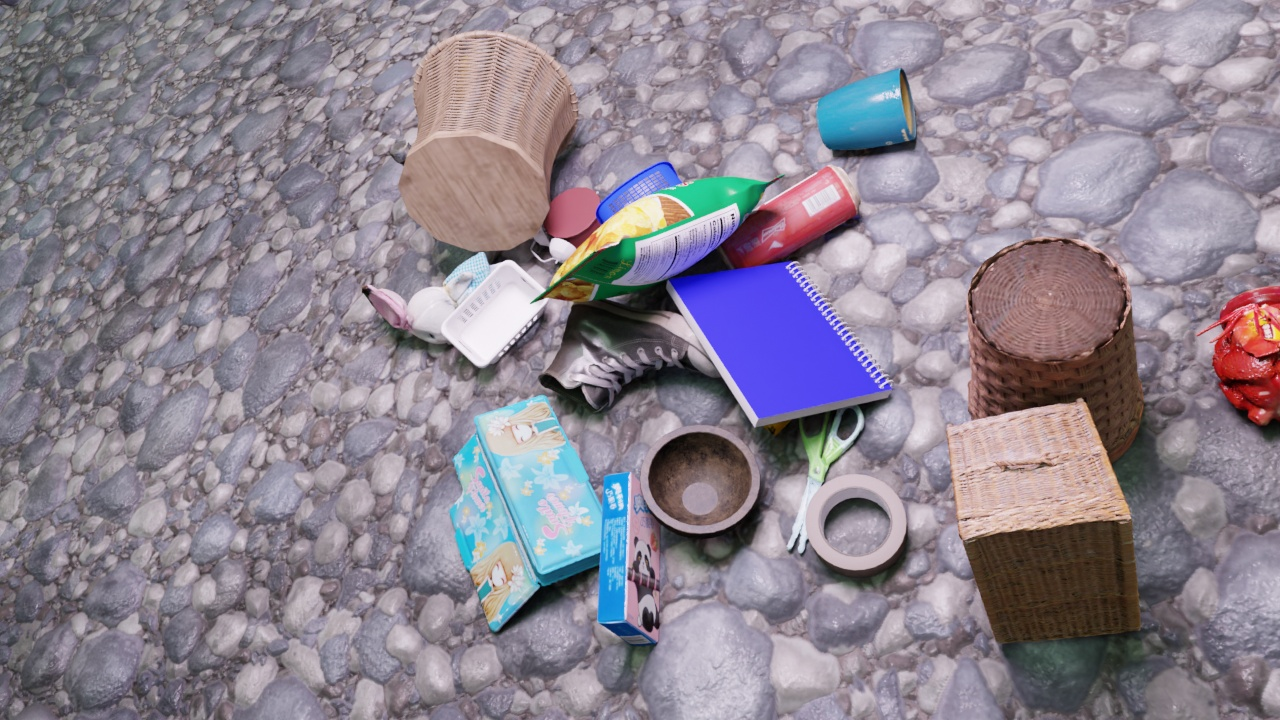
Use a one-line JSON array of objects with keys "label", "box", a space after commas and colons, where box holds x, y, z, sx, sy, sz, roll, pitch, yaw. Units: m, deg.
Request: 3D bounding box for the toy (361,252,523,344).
[{"label": "toy", "box": [-0.252, -0.077, 1.225, 0.205, 0.131, 0.105, -17, 97, -9]}]

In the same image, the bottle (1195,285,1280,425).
[{"label": "bottle", "box": [0.543, -0.004, 0.787, 0.099, 0.099, 0.111, -4, 55, 23]}]

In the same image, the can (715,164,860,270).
[{"label": "can", "box": [0.171, -0.160, 1.074, 0.170, 0.067, 0.067, -31, 53, 5]}]

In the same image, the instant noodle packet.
[{"label": "instant noodle packet", "box": [0.015, -0.133, 1.018, 0.252, 0.196, 0.090, -26, 90, -27]}]

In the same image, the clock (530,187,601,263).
[{"label": "clock", "box": [-0.092, -0.178, 1.222, 0.124, 0.044, 0.087, -42, 52, -4]}]

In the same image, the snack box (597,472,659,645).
[{"label": "snack box", "box": [-0.010, 0.199, 0.925, 0.033, 0.088, 0.153, -10, 57, 19]}]

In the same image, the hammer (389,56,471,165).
[{"label": "hammer", "box": [-0.299, -0.365, 1.406, 0.033, 0.132, 0.329, -11, 46, 19]}]

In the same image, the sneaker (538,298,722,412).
[{"label": "sneaker", "box": [-0.006, 0.006, 1.041, 0.235, 0.095, 0.119, 17, 71, 29]}]

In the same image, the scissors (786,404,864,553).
[{"label": "scissors", "box": [0.176, 0.116, 0.938, 0.072, 0.033, 0.175, 12, 63, 26]}]

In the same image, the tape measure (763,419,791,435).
[{"label": "tape measure", "box": [0.146, 0.038, 0.988, 0.068, 0.030, 0.059, -43, 55, -5]}]

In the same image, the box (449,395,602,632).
[{"label": "box", "box": [-0.141, 0.160, 1.027, 0.181, 0.074, 0.227, -33, 53, 2]}]

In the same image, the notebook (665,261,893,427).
[{"label": "notebook", "box": [0.147, -0.026, 0.977, 0.171, 0.022, 0.209, -10, 49, -23]}]

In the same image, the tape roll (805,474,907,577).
[{"label": "tape roll", "box": [0.207, 0.158, 0.879, 0.094, 0.030, 0.093, -8, 62, 15]}]

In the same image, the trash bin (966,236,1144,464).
[{"label": "trash bin", "box": [0.359, -0.005, 0.801, 0.151, 0.210, 0.151, -11, 56, 18]}]

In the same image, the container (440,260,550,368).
[{"label": "container", "box": [-0.181, -0.055, 1.171, 0.081, 0.049, 0.129, 42, 83, 11]}]

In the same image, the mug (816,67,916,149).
[{"label": "mug", "box": [0.274, -0.303, 1.114, 0.104, 0.084, 0.111, -9, 29, 27]}]

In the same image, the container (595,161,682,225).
[{"label": "container", "box": [0.013, -0.180, 1.144, 0.114, 0.096, 0.058, -34, 57, 2]}]

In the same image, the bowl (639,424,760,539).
[{"label": "bowl", "box": [0.061, 0.133, 0.948, 0.121, 0.056, 0.121, -2, 57, 3]}]

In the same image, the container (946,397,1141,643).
[{"label": "container", "box": [0.324, 0.135, 0.741, 0.114, 0.198, 0.112, -13, 45, 21]}]

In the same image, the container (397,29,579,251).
[{"label": "container", "box": [-0.203, -0.279, 1.202, 0.227, 0.227, 0.195, -12, 48, 18]}]
